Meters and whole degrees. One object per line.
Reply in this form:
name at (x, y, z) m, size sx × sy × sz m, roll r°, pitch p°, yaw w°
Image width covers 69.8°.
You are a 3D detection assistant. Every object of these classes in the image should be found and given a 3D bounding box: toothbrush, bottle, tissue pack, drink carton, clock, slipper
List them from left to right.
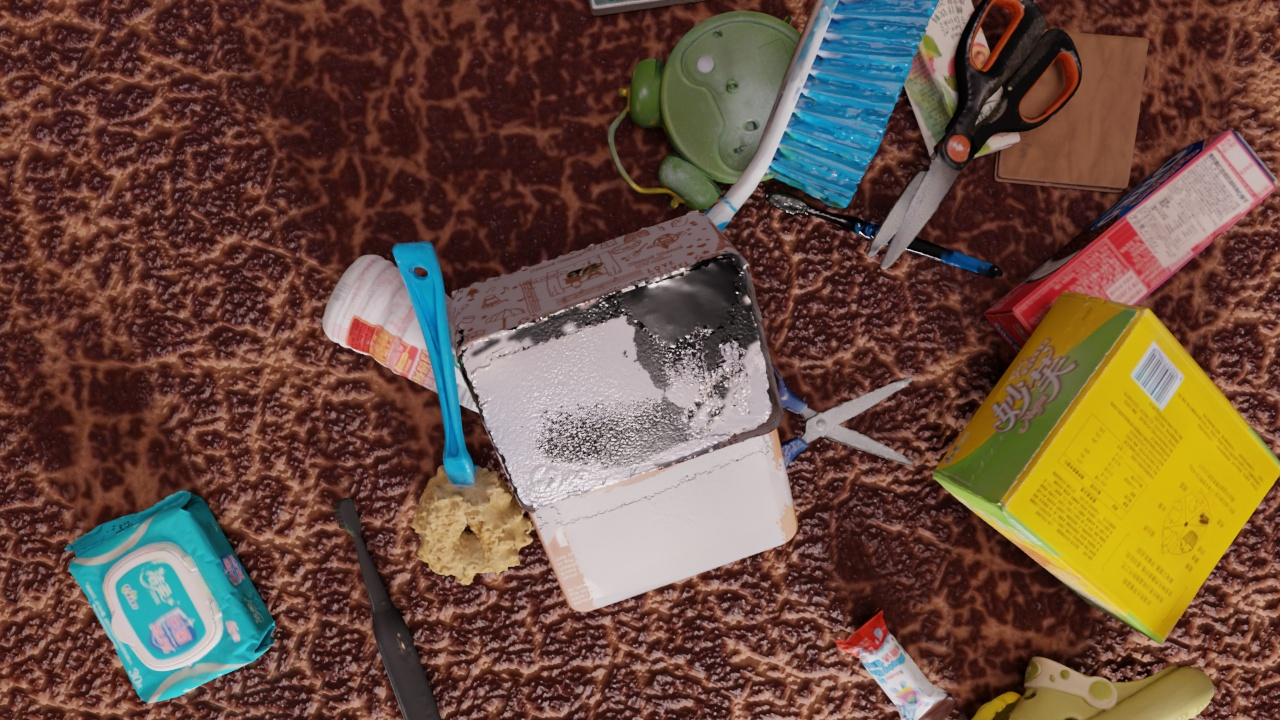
tissue pack at (-0.328, 0.164, 0.643) m, size 0.093 × 0.050 × 0.133 m, roll -29°, pitch 92°, yaw -1°
toothbrush at (-0.180, 0.200, 0.664) m, size 0.026 × 0.027 × 0.212 m, roll -21°, pitch 91°, yaw -46°
bottle at (-0.119, -0.002, 0.641) m, size 0.197 × 0.068 × 0.068 m, roll 28°, pitch 89°, yaw -4°
clock at (0.054, -0.174, 0.652) m, size 0.161 × 0.056 × 0.116 m, roll -24°, pitch 91°, yaw -2°
toothbrush at (0.182, -0.093, 0.680) m, size 0.189 × 0.016 × 0.014 m, roll 18°, pitch 97°, yaw -4°
drink carton at (0.223, -0.203, 0.664) m, size 0.053 × 0.045 × 0.122 m, roll -22°, pitch 94°, yaw -15°
slipper at (0.310, 0.256, 0.666) m, size 0.191 × 0.091 × 0.081 m, roll -28°, pitch 52°, yaw 7°

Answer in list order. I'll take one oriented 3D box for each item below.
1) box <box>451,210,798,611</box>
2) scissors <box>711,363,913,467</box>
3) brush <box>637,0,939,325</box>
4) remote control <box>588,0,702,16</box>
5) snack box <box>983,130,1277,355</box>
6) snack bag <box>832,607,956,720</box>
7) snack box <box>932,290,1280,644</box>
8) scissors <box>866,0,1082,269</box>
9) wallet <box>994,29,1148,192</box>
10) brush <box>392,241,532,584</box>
box at (0.002, 0.053, 0.599) m, size 0.177 × 0.082 × 0.260 m, roll -18°, pitch 122°, yaw -2°
scissors at (0.119, 0.049, 0.681) m, size 0.162 × 0.012 × 0.174 m, roll 44°, pitch 88°, yaw -2°
brush at (0.089, -0.121, 0.604) m, size 0.109 × 0.060 × 0.314 m, roll 22°, pitch 96°, yaw -1°
remote control at (0.026, -0.289, 0.667) m, size 0.135 × 0.019 × 0.056 m, roll -8°, pitch 91°, yaw -2°
snack box at (0.354, -0.078, 0.667) m, size 0.207 × 0.057 × 0.058 m, roll -39°, pitch 90°, yaw -1°
snack bag at (0.188, 0.231, 0.679) m, size 0.045 × 0.026 × 0.105 m, roll -39°, pitch 94°, yaw -5°
snack box at (0.322, 0.076, 0.626) m, size 0.210 × 0.070 × 0.157 m, roll 36°, pitch 89°, yaw -26°
scissors at (0.235, -0.145, 0.629) m, size 0.148 × 0.022 × 0.234 m, roll 17°, pitch 83°, yaw -15°
wallet at (0.320, -0.187, 0.684) m, size 0.101 × 0.020 × 0.115 m, roll 4°, pitch 93°, yaw -1°
brush at (-0.126, 0.042, 0.611) m, size 0.083 × 0.045 × 0.255 m, roll -3°, pitch 114°, yaw 8°
